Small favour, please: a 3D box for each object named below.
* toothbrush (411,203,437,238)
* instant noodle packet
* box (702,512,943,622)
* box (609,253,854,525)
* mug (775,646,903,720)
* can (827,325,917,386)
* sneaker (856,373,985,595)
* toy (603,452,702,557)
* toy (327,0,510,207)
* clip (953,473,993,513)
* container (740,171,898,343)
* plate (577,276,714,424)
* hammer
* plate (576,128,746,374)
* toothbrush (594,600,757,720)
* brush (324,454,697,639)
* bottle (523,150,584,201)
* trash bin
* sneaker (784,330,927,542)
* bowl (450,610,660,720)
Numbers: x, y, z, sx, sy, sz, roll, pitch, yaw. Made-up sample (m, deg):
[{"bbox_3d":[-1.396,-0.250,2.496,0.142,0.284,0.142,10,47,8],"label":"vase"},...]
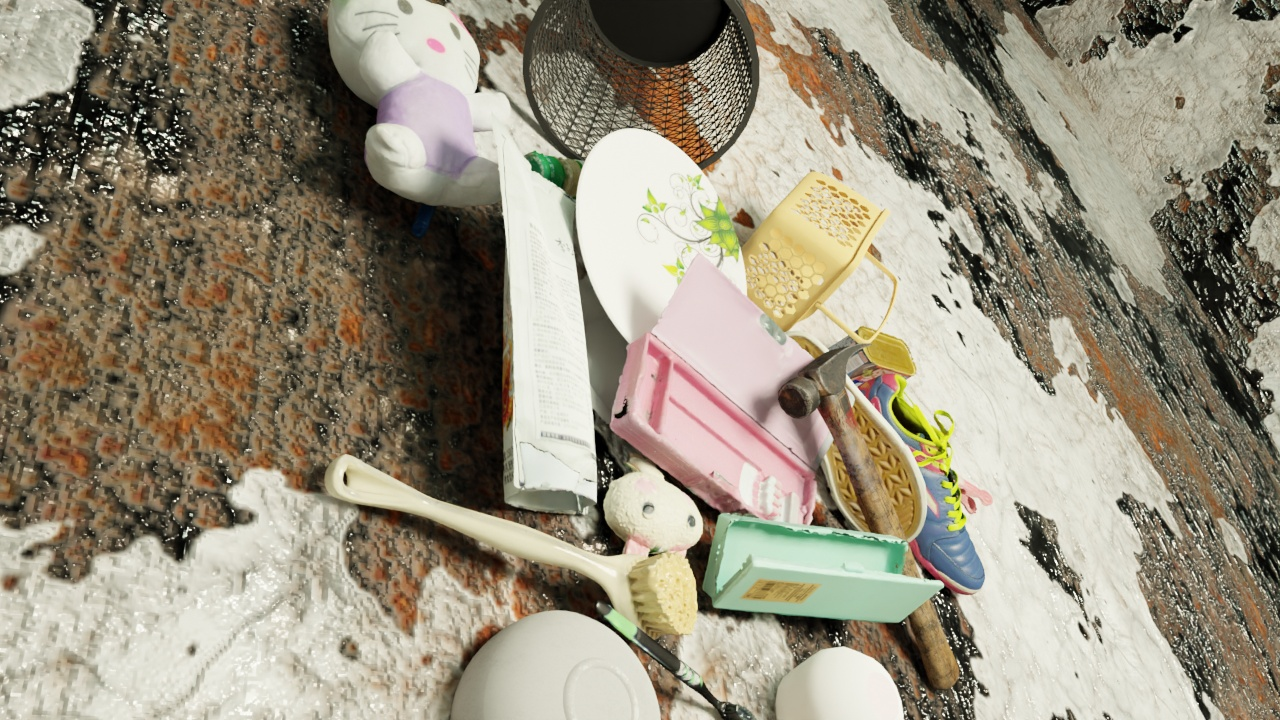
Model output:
[{"bbox_3d":[-0.166,-0.170,0.768,0.017,0.016,0.189,24,46,-20],"label":"toothbrush"},{"bbox_3d":[-0.073,-0.029,0.666,0.147,0.057,0.268,46,35,-65],"label":"instant noodle packet"},{"bbox_3d":[0.149,0.177,0.727,0.188,0.079,0.077,13,93,-25],"label":"box"},{"bbox_3d":[0.082,0.045,0.786,0.233,0.055,0.179,41,58,-28],"label":"box"},{"bbox_3d":[0.155,0.280,0.692,0.090,0.076,0.123,26,45,-29],"label":"mug"},{"bbox_3d":[0.254,0.003,1.022,0.099,0.059,0.054,13,53,-38],"label":"can"},{"bbox_3d":[0.297,0.125,0.944,0.116,0.091,0.241,-22,79,-53],"label":"sneaker"},{"bbox_3d":[0.009,0.115,0.701,0.087,0.050,0.112,25,54,-31],"label":"toy"},{"bbox_3d":[-0.173,-0.207,0.724,0.137,0.086,0.209,11,49,-40],"label":"toy"},{"bbox_3d":[0.379,0.151,1.055,0.057,0.035,0.022,37,44,-12],"label":"clip"},{"bbox_3d":[0.199,-0.098,0.986,0.167,0.130,0.182,40,36,1],"label":"container"},{"bbox_3d":[-0.005,0.005,0.791,0.172,0.019,0.172,26,45,-30],"label":"plate"},{"bbox_3d":[0.226,0.146,0.833,0.119,0.033,0.330,-32,102,-39],"label":"hammer"},{"bbox_3d":[0.016,-0.094,0.828,0.229,0.030,0.229,20,62,-44],"label":"plate"},{"bbox_3d":[0.028,0.211,0.628,0.188,0.017,0.014,47,42,-33],"label":"toothbrush"},{"bbox_3d":[-0.074,0.121,0.600,0.272,0.078,0.061,27,36,-21],"label":"brush"},{"bbox_3d":[-0.063,-0.167,0.848,0.109,0.043,0.042,-5,65,-49],"label":"bottle"},{"bbox_3d":[0.010,-0.335,0.931,0.217,0.218,0.242,35,35,-21],"label":"trash bin"},{"bbox_3d":[0.204,0.071,0.907,0.235,0.087,0.079,58,13,3],"label":"sneaker"},{"bbox_3d":[-0.041,0.215,0.554,0.131,0.065,0.131,26,45,-30],"label":"bowl"}]
